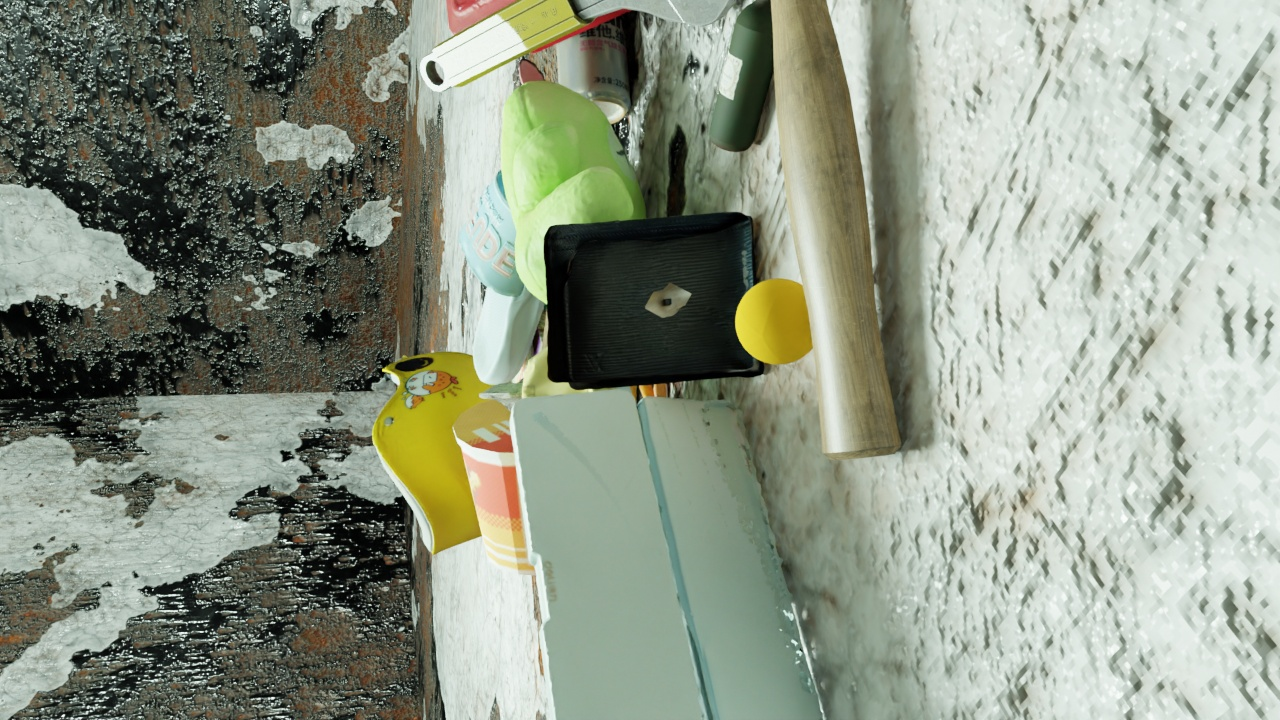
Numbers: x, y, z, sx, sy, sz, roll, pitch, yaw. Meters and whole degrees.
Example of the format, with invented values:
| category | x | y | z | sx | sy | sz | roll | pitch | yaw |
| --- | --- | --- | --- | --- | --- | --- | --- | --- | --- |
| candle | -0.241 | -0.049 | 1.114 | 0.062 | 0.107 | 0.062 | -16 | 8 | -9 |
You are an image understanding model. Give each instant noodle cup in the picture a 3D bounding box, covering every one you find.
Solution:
| category | x | y | z | sx | sy | sz | roll | pitch | yaw |
| --- | --- | --- | --- | --- | --- | --- | --- | --- | --- |
| instant noodle cup | -0.091 | 0.106 | 0.786 | 0.123 | 0.123 | 0.121 | -133 | 38 | -63 |

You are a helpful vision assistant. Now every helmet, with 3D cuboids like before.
| category | x | y | z | sx | sy | sz | roll | pitch | yaw |
| --- | --- | --- | --- | --- | --- | --- | --- | --- | --- |
| helmet | -0.184 | 0.080 | 1.006 | 0.239 | 0.140 | 0.209 | -100 | -5 | -56 |

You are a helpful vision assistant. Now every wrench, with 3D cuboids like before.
| category | x | y | z | sx | sy | sz | roll | pitch | yaw |
| --- | --- | --- | --- | --- | --- | --- | --- | --- | --- |
| wrench | -0.051 | -0.214 | 0.572 | 0.274 | 0.018 | 0.083 | -9 | 114 | 42 |

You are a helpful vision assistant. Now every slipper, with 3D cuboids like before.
| category | x | y | z | sx | sy | sz | roll | pitch | yaw |
| --- | --- | --- | --- | --- | --- | --- | --- | --- | --- |
| slipper | -0.124 | -0.085 | 0.816 | 0.104 | 0.074 | 0.246 | -119 | 40 | -49 |

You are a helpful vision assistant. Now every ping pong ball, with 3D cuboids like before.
| category | x | y | z | sx | sy | sz | roll | pitch | yaw |
| --- | --- | --- | --- | --- | --- | --- | --- | --- | --- |
| ping pong ball | 0.064 | -0.018 | 0.427 | 0.040 | 0.040 | 0.040 | 179 | 91 | -71 |

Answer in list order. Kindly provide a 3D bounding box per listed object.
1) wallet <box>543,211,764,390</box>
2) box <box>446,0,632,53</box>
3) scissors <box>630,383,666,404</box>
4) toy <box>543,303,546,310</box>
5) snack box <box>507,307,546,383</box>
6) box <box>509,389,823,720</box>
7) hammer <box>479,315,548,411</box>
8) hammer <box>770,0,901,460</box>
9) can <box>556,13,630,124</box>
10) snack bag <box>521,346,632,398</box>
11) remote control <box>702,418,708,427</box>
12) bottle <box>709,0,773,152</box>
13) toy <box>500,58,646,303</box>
| category | x | y | z | sx | sy | sz | roll | pitch | yaw |
| --- | --- | --- | --- | --- | --- | --- | --- | --- | --- |
| wallet | 0.007 | -0.031 | 0.497 | 0.026 | 0.115 | 0.089 | 47 | -140 | -78 |
| box | -0.058 | -0.294 | 0.625 | 0.158 | 0.092 | 0.129 | -4 | 88 | 41 |
| scissors | -0.006 | 0.008 | 0.681 | 0.125 | 0.011 | 0.128 | -112 | 28 | -45 |
| toy | -0.078 | -0.105 | 0.848 | 0.085 | 0.033 | 0.105 | -61 | 33 | 37 |
| snack box | -0.104 | -0.020 | 0.920 | 0.144 | 0.040 | 0.147 | 108 | 154 | -43 |
| box | 0.012 | 0.104 | 0.439 | 0.041 | 0.134 | 0.196 | 116 | 148 | -56 |
| hammer | -0.059 | -0.103 | 0.720 | 0.049 | 0.121 | 0.318 | -2 | 78 | 34 |
| hammer | 0.075 | -0.112 | 0.382 | 0.132 | 0.040 | 0.305 | -17 | 79 | 62 |
| can | -0.038 | -0.250 | 0.697 | 0.054 | 0.054 | 0.135 | 151 | 116 | -69 |
| snack bag | -0.029 | 0.105 | 0.592 | 0.248 | 0.068 | 0.159 | 88 | 169 | -56 |
| remote control | 0.034 | 0.109 | 0.572 | 0.045 | 0.008 | 0.146 | 168 | 101 | -71 |
| bottle | 0.058 | -0.158 | 0.464 | 0.025 | 0.025 | 0.106 | -113 | 29 | -48 |
| toy | -0.043 | -0.101 | 0.611 | 0.150 | 0.107 | 0.196 | 51 | -175 | -35 |
